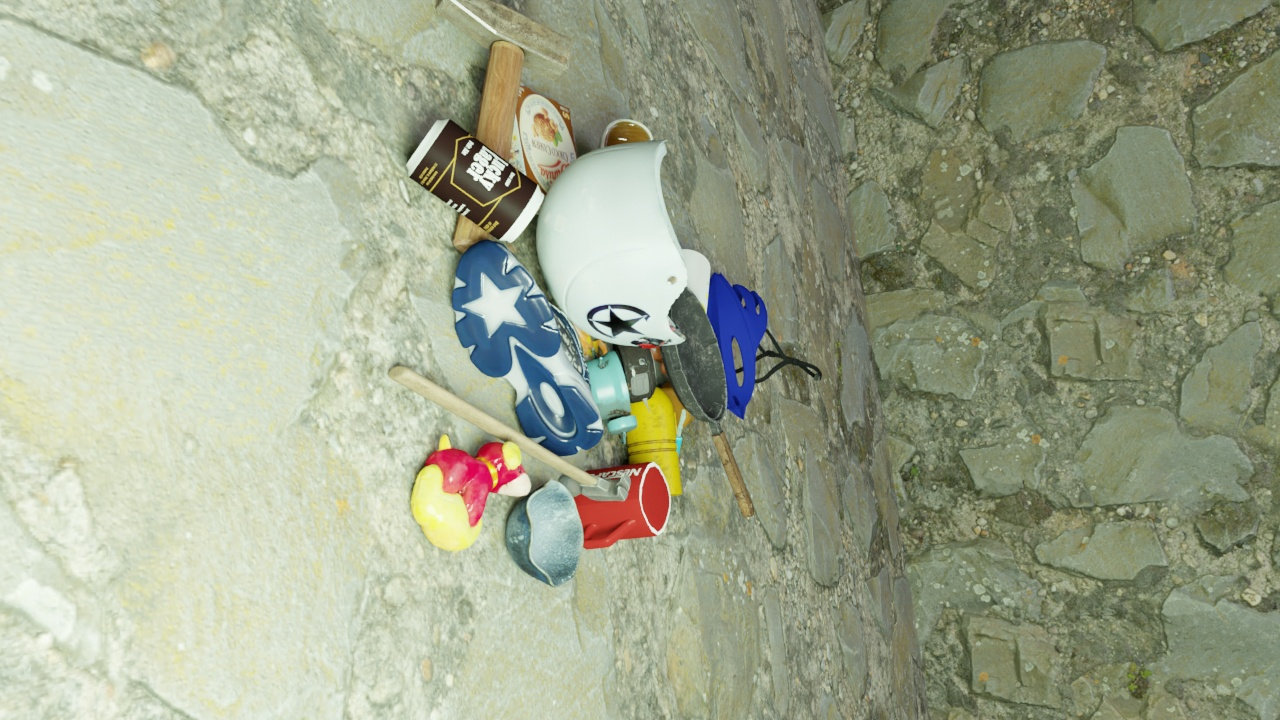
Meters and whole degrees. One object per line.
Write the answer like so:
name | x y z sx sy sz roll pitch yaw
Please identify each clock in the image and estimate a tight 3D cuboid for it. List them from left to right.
clock | -0.039 0.048 1.157 0.090 0.053 0.124 -134 -148 -72
clock | -0.007 0.007 1.219 0.122 0.043 0.091 -117 -161 -57

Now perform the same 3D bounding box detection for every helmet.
helmet | -0.040 -0.127 1.088 0.264 0.163 0.236 95 -11 -69
helmet | 0.189 -0.025 1.515 0.148 0.227 0.241 -147 -124 -78

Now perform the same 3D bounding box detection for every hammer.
hammer | -0.169 -0.257 1.018 0.157 0.037 0.300 17 70 -32
hammer | -0.128 0.080 0.956 0.331 0.120 0.030 40 60 -43

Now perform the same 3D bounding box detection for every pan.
pan | 0.096 0.067 1.317 0.207 0.040 0.357 -34 108 -69

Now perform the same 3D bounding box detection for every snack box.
snack box | -0.128 -0.256 1.138 0.143 0.041 0.147 -1 80 -65

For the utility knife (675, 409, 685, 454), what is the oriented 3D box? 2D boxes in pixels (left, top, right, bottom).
utility knife | 0.050 0.124 1.300 0.159 0.015 0.022 101 -31 -47

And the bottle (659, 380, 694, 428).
bottle | 0.069 0.053 1.400 0.156 0.068 0.068 -35 111 -63

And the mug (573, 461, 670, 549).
mug | -0.028 0.182 1.104 0.080 0.097 0.116 65 28 -28

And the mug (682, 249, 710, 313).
mug | 0.067 -0.111 1.446 0.082 0.083 0.106 55 33 -41

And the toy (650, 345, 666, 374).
toy | 0.025 -0.032 1.367 0.128 0.065 0.094 62 36 -49

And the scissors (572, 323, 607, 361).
scissors | -0.075 -0.020 1.193 0.133 0.012 0.083 59 31 -38

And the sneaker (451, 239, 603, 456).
sneaker | -0.120 -0.028 1.027 0.132 0.103 0.269 -89 157 -57

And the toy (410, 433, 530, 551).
toy | -0.169 0.119 0.887 0.137 0.067 0.105 -35 110 -50

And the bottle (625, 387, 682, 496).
bottle | 0.015 0.105 1.262 0.071 0.071 0.163 17 65 -62

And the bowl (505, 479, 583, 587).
bowl | -0.109 0.186 0.981 0.110 0.055 0.110 37 48 -55

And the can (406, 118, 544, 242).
can | -0.168 -0.182 0.934 0.128 0.072 0.071 35 43 -18

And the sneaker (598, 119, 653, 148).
sneaker | -0.028 -0.179 1.289 0.127 0.120 0.294 132 -39 -70
